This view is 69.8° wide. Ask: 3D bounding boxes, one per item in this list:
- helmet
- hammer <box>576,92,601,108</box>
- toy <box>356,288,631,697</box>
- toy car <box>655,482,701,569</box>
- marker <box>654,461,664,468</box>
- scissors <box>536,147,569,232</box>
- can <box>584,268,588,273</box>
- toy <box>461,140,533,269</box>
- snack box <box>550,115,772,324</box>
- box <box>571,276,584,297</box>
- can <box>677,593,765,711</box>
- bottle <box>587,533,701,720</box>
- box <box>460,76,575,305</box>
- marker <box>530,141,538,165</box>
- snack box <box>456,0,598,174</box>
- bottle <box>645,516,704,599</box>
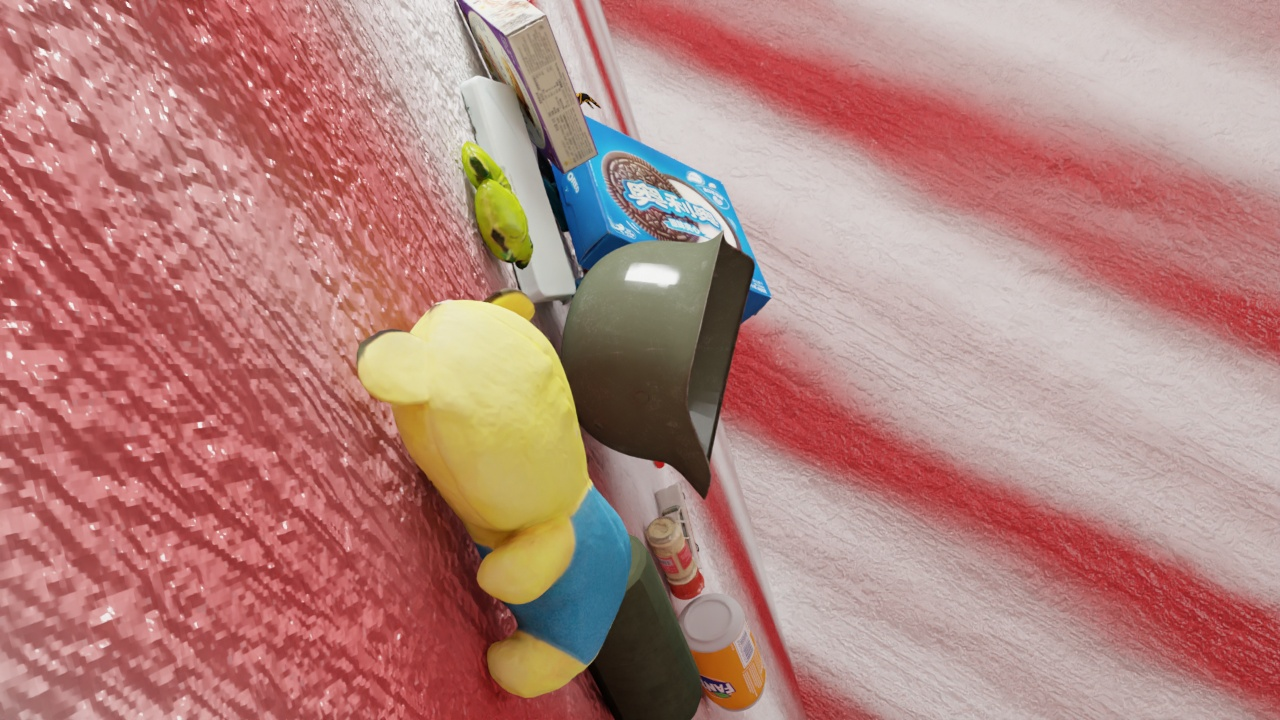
[{"bbox_3d":[0.009,-0.010,0.817,0.268,0.154,0.226,96,8,-59],"label":"helmet"},{"bbox_3d":[-0.053,-0.187,1.179,0.123,0.036,0.321,-55,141,-40],"label":"hammer"},{"bbox_3d":[-0.062,0.061,0.482,0.148,0.084,0.214,-92,167,-69],"label":"toy"},{"bbox_3d":[0.043,0.209,1.142,0.039,0.039,0.113,22,48,-53],"label":"toy car"},{"bbox_3d":[0.007,0.100,1.198,0.142,0.013,0.012,65,11,-48],"label":"marker"},{"bbox_3d":[-0.095,-0.180,1.016,0.127,0.019,0.153,-75,147,-75],"label":"scissors"},{"bbox_3d":[-0.028,-0.098,1.142,0.067,0.067,0.170,-91,163,-63],"label":"can"},{"bbox_3d":[-0.110,-0.118,0.704,0.094,0.036,0.093,63,6,-53],"label":"toy"},{"bbox_3d":[0.020,-0.154,1.007,0.238,0.056,0.195,16,43,-37],"label":"snack box"},{"bbox_3d":[0.010,-0.067,1.075,0.230,0.094,0.102,-36,142,-56],"label":"box"},{"bbox_3d":[0.097,0.343,1.074,0.079,0.079,0.142,-96,168,-53],"label":"can"},{"bbox_3d":[0.001,0.218,0.658,0.071,0.071,0.207,-94,165,-59],"label":"bottle"},{"bbox_3d":[-0.102,-0.147,0.825,0.136,0.049,0.197,-11,85,-84],"label":"box"},{"bbox_3d":[-0.119,-0.237,0.966,0.016,0.016,0.140,65,12,-51],"label":"marker"},{"bbox_3d":[-0.105,-0.265,0.843,0.148,0.040,0.143,50,-12,45],"label":"snack box"},{"bbox_3d":[0.040,0.226,1.046,0.044,0.044,0.109,-96,167,-53],"label":"bottle"}]
